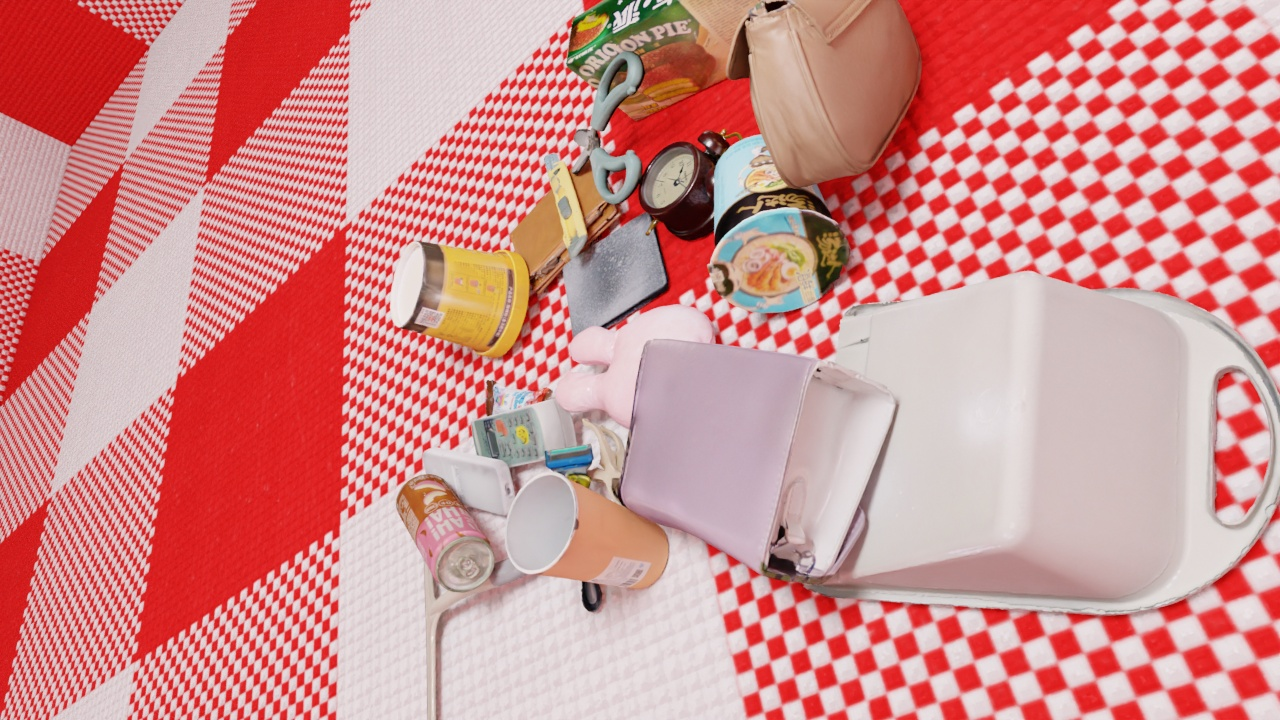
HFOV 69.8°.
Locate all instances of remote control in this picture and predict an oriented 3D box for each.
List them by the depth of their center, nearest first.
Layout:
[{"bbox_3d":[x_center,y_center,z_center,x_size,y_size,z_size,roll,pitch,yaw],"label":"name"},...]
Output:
[{"bbox_3d":[-0.116,0.074,0.896,0.135,0.019,0.056,-15,87,42],"label":"remote control"},{"bbox_3d":[-0.175,0.121,0.934,0.136,0.020,0.056,3,108,45],"label":"remote control"}]

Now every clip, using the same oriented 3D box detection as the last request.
[{"bbox_3d":[-0.024,0.085,0.815,0.104,0.035,0.089,15,82,42],"label":"clip"}]

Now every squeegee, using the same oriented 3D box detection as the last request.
[{"bbox_3d":[-0.136,0.205,0.856,0.247,0.039,0.246,-31,51,28],"label":"squeegee"}]

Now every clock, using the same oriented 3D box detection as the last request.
[{"bbox_3d":[0.052,-0.165,0.853,0.122,0.055,0.082,-30,51,33],"label":"clock"}]

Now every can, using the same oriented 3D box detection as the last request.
[{"bbox_3d":[-0.188,0.161,0.872,0.058,0.058,0.147,-60,33,1],"label":"can"}]

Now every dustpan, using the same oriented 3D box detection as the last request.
[{"bbox_3d":[0.245,0.056,0.592,0.258,0.142,0.222,147,138,-67],"label":"dustpan"}]

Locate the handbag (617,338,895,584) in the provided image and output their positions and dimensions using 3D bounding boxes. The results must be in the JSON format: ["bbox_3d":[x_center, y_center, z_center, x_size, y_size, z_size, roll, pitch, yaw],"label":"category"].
[{"bbox_3d":[0.072,0.066,0.665,0.197,0.098,0.145,10,78,58],"label":"handbag"}]

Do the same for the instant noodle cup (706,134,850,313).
[{"bbox_3d":[0.104,-0.119,0.750,0.111,0.111,0.120,-32,43,28],"label":"instant noodle cup"}]

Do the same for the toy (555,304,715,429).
[{"bbox_3d":[-0.005,0.005,0.819,0.160,0.054,0.121,0,63,38],"label":"toy"}]

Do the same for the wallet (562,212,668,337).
[{"bbox_3d":[-0.026,-0.081,0.914,0.121,0.019,0.097,-31,53,27],"label":"wallet"}]

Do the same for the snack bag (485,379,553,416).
[{"bbox_3d":[-0.124,0.045,0.933,0.105,0.026,0.045,4,97,44],"label":"snack bag"}]

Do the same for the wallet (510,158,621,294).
[{"bbox_3d":[-0.083,-0.148,0.991,0.132,0.031,0.107,-43,44,21],"label":"wallet"}]

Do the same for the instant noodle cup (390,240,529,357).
[{"bbox_3d":[-0.196,-0.070,0.978,0.119,0.114,0.118,-21,64,52],"label":"instant noodle cup"}]

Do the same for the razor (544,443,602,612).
[{"bbox_3d":[-0.050,0.145,0.794,0.043,0.022,0.142,-11,83,5],"label":"razor"}]

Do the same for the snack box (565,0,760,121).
[{"bbox_3d":[0.050,-0.326,0.894,0.241,0.114,0.063,-15,61,39],"label":"snack box"}]

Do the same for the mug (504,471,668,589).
[{"bbox_3d":[-0.037,0.143,0.731,0.078,0.122,0.078,-22,55,35],"label":"mug"}]

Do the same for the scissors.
[{"bbox_3d":[-0.032,-0.238,0.911,0.174,0.019,0.177,-136,52,-57],"label":"scissors"}]

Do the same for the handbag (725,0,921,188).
[{"bbox_3d":[0.140,-0.225,0.703,0.100,0.148,0.203,-9,30,38],"label":"handbag"}]

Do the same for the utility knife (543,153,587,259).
[{"bbox_3d":[-0.080,-0.169,0.971,0.031,0.019,0.175,-35,42,18],"label":"utility knife"}]
